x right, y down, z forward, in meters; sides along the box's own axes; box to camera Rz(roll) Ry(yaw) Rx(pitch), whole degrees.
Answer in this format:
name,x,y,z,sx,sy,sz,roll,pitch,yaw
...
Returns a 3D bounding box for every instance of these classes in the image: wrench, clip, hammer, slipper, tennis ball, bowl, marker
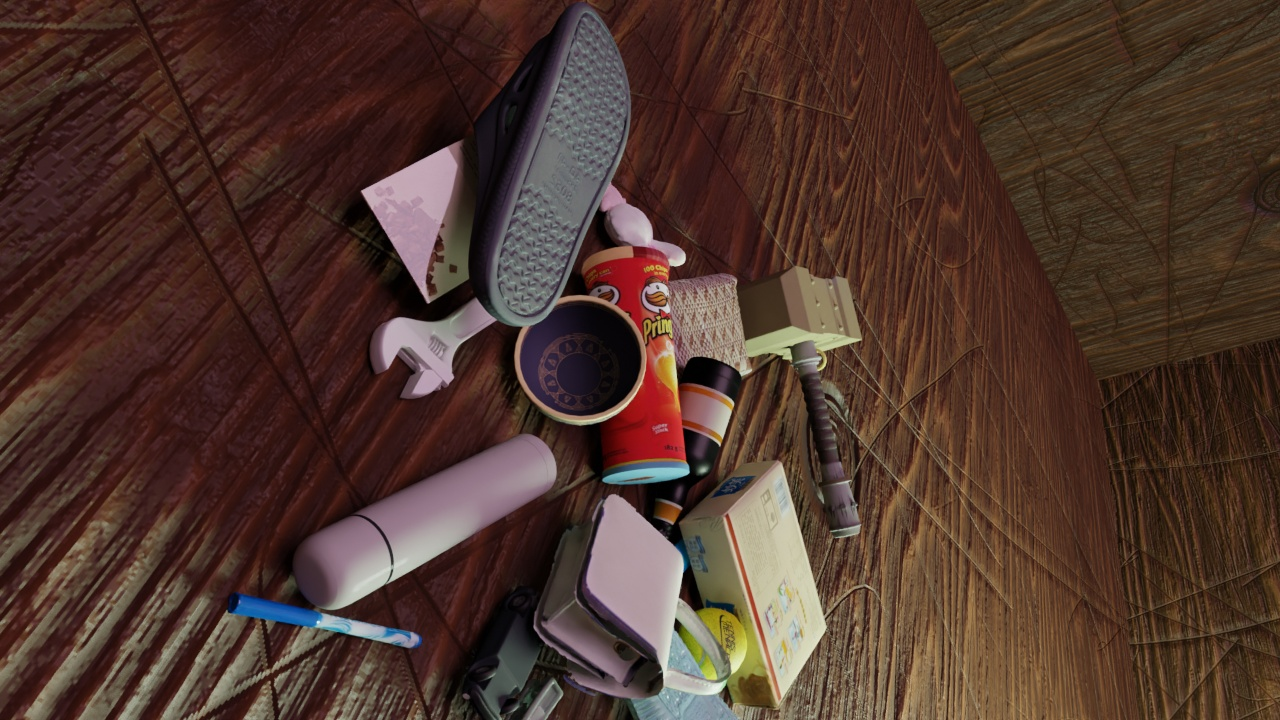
name,x,y,z,sx,sy,sz,roll,pitch,yaw
wrench,-0.132,-0.045,0.780,0.066,0.018,0.272,63,34,-13
clip,-0.087,0.270,0.685,0.023,0.043,0.075,60,36,-14
hammer,0.221,0.059,1.154,0.190,0.101,0.324,3,73,-54
slipper,0.041,0.338,0.804,0.276,0.070,0.115,57,33,5
slipper,-0.083,-0.153,0.729,0.110,0.083,0.267,37,64,-51
tennis ball,0.067,0.269,0.871,0.065,0.066,0.065,28,53,-46
bowl,-0.054,0.006,0.808,0.061,0.112,0.112,107,-23,-72
marker,-0.197,0.170,0.590,0.141,0.013,0.013,32,50,-44

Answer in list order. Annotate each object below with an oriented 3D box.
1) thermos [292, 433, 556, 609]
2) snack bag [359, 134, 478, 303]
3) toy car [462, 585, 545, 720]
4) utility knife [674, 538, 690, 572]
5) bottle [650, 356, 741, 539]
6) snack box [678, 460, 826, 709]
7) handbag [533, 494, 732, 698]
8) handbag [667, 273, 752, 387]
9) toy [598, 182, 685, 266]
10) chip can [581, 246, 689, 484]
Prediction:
name,x,y,z,sx,sy,sz,roll,pitch,yaw
thermos,-0.145,0.109,0.655,0.223,0.052,0.052,-24,95,-56
snack bag,-0.140,-0.130,0.760,0.094,0.070,0.205,62,35,-15
toy car,-0.100,0.218,0.684,0.046,0.034,0.111,63,28,-22
utility knife,0.060,0.186,0.944,0.206,0.015,0.031,-28,101,-53
bottle,0.047,0.089,0.910,0.059,0.059,0.181,35,68,-41
snack box,0.123,0.229,0.961,0.153,0.055,0.207,-30,106,-56
handbag,0.001,0.215,0.751,0.176,0.074,0.151,42,23,-12
handbag,0.060,-0.031,1.020,0.185,0.047,0.124,-14,95,-56
toy,-0.009,-0.139,0.972,0.125,0.037,0.075,48,32,2
chip can,-0.005,0.005,0.874,0.087,0.087,0.213,16,63,-51
